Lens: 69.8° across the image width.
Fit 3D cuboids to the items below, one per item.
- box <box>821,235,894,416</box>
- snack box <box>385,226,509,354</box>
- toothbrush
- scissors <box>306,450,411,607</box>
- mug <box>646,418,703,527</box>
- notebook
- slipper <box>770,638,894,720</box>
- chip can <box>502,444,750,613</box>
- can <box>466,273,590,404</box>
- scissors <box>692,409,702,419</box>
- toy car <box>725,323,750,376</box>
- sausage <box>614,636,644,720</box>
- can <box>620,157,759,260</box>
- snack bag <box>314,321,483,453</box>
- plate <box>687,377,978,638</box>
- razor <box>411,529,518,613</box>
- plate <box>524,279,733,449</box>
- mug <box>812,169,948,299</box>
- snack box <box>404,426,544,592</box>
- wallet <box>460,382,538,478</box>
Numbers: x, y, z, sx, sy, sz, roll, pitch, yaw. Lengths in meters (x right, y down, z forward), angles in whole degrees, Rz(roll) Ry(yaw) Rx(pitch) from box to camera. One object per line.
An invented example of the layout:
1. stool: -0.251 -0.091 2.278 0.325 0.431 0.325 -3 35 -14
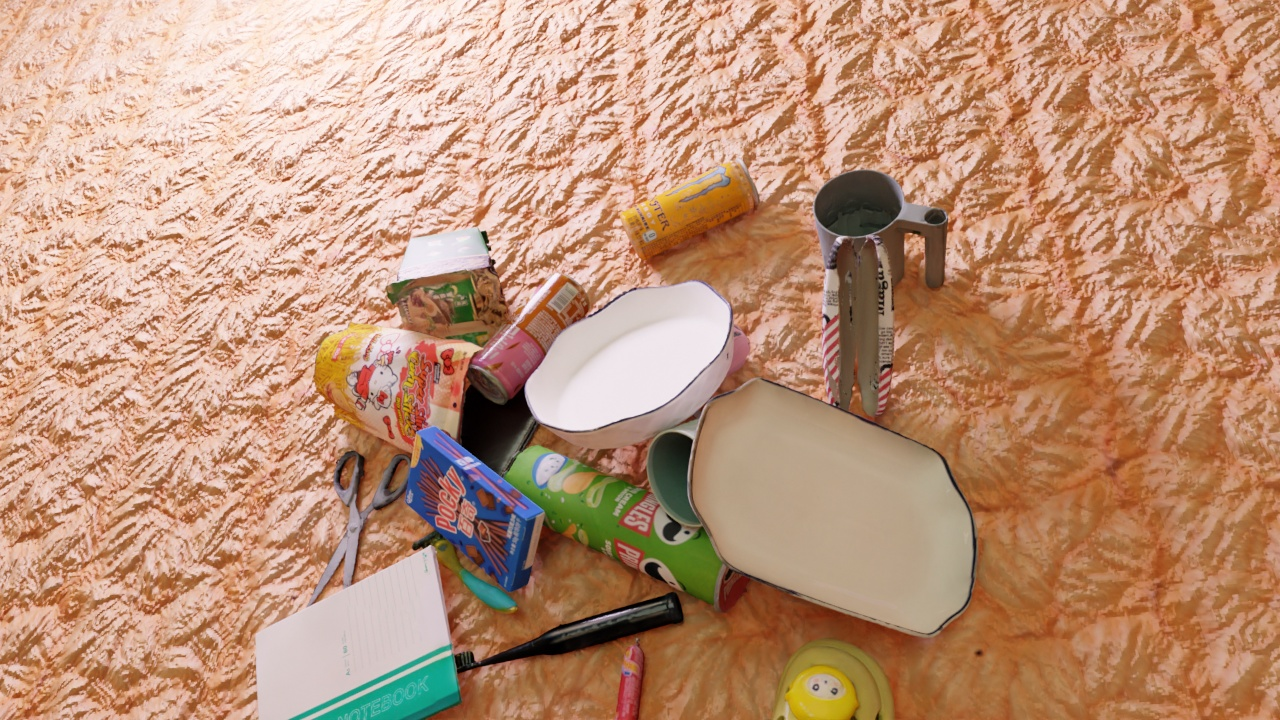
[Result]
1. box: 0.206 -0.030 0.819 0.079 0.074 0.163 0 98 22
2. snack box: -0.208 -0.079 1.005 0.117 0.118 0.105 -11 43 -4
3. toothbrush: -0.067 0.241 0.799 0.213 0.026 0.027 -17 67 8
4. scissors: -0.289 0.163 0.933 0.172 0.014 0.159 -37 55 -5
5. mug: 0.080 0.091 0.766 0.106 0.082 0.112 -14 36 -42
6. notebook: -0.261 0.277 0.831 0.209 0.012 0.150 -28 54 11
7. slipper: 0.127 0.294 0.666 0.092 0.082 0.190 12 65 22
8. chip can: -0.015 0.144 0.817 0.236 0.072 0.072 19 66 29
9. can: -0.116 -0.025 0.957 0.058 0.058 0.147 23 60 30
10. scissors: 0.126 0.107 0.822 0.221 0.022 0.223 -17 55 7
11. toy car: 0.053 0.010 0.890 0.122 0.056 0.037 -29 50 -1
12. sausage: -0.012 0.302 0.744 0.020 0.020 0.155 -4 57 16
13. can: 0.053 -0.165 1.002 0.146 0.058 0.058 -26 54 1
14. snack bag: -0.250 0.028 0.951 0.208 0.073 0.128 14 93 37
15. plate: 0.149 0.117 0.717 0.265 0.034 0.161 21 61 -17
16. razor: -0.158 0.199 0.855 0.133 0.028 0.043 29 38 34
17. plate: -0.005 0.005 0.834 0.205 0.045 0.204 -21 31 13
18. mug: 0.231 -0.114 0.880 0.124 0.103 0.083 18 65 26
19. snack box: -0.158 0.136 0.851 0.157 0.085 0.026 31 30 30
20. wallet: -0.156 0.070 0.945 0.096 0.020 0.122 18 64 22
